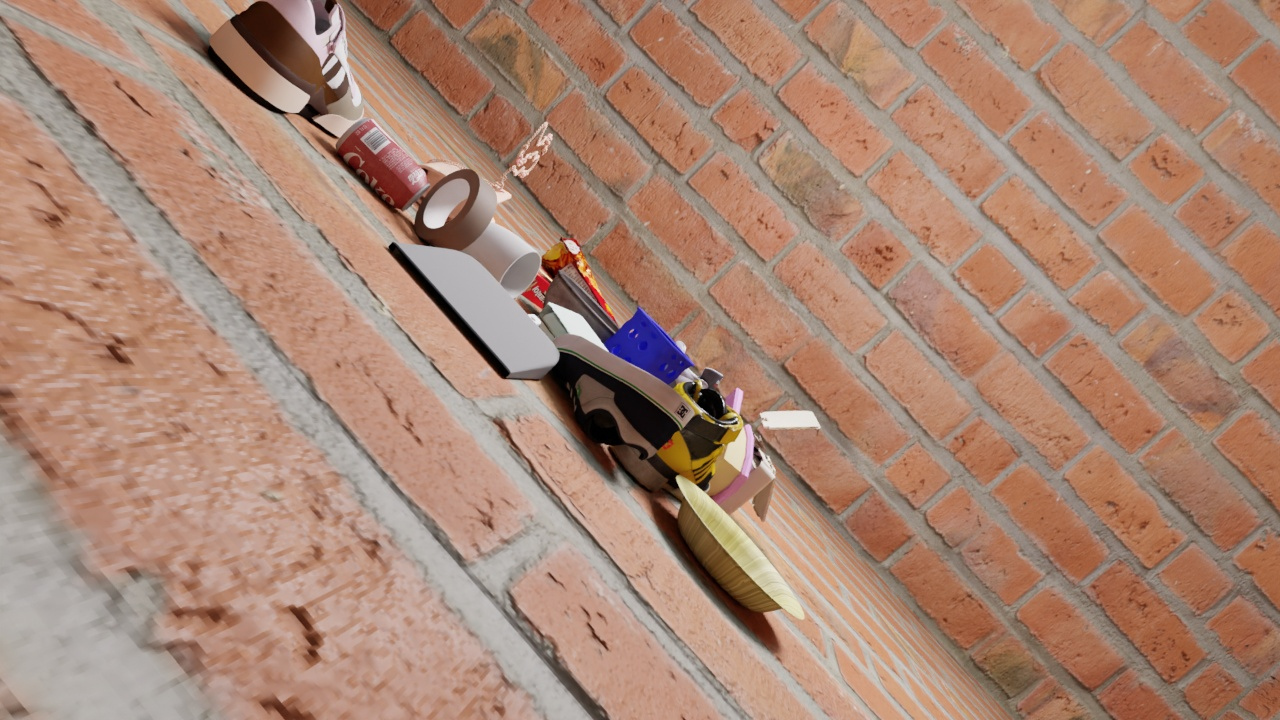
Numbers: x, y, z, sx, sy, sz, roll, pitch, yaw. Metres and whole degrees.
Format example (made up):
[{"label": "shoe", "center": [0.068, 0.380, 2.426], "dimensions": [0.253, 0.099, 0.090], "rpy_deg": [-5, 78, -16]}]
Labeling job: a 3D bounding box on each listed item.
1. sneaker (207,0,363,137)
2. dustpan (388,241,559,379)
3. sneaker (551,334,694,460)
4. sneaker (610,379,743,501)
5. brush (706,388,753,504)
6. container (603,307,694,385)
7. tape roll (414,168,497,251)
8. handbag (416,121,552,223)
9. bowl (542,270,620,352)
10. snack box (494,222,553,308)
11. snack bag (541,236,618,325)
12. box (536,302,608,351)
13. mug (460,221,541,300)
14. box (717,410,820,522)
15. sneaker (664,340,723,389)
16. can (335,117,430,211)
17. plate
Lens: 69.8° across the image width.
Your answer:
[{"label": "sneaker", "center": [-0.343, -0.325, 0.971], "dimensions": [0.111, 0.116, 0.293], "rpy_deg": [46, 5, -3]}, {"label": "dustpan", "center": [-0.147, -0.047, 0.946], "dimensions": [0.163, 0.033, 0.257], "rpy_deg": [47, 14, 8]}, {"label": "sneaker", "center": [-0.046, 0.038, 0.950], "dimensions": [0.084, 0.079, 0.235], "rpy_deg": [47, -13, -35]}, {"label": "sneaker", "center": [0.059, 0.091, 1.036], "dimensions": [0.086, 0.122, 0.238], "rpy_deg": [50, 7, 20]}, {"label": "brush", "center": [0.111, 0.101, 1.241], "dimensions": [0.043, 0.089, 0.228], "rpy_deg": [39, 31, -15]}, {"label": "container", "center": [-0.007, 0.007, 1.193], "dimensions": [0.085, 0.113, 0.084], "rpy_deg": [50, 6, 35]}, {"label": "tape roll", "center": [-0.203, -0.164, 1.007], "dimensions": [0.030, 0.094, 0.093], "rpy_deg": [42, 7, -45]}, {"label": "handbag", "center": [-0.215, -0.275, 1.239], "dimensions": [0.116, 0.187, 0.198], "rpy_deg": [35, 12, -6]}, {"label": "bowl", "center": [-0.084, -0.050, 1.265], "dimensions": [0.145, 0.067, 0.145], "rpy_deg": [46, 5, -5]}, {"label": "snack box", "center": [-0.176, -0.137, 1.372], "dimensions": [0.132, 0.036, 0.152], "rpy_deg": [49, 5, 25]}, {"label": "snack bag", "center": [-0.086, -0.084, 1.448], "dimensions": [0.208, 0.066, 0.139], "rpy_deg": [61, -18, 15]}, {"label": "box", "center": [-0.061, 0.007, 1.097], "dimensions": [0.199, 0.072, 0.086], "rpy_deg": [52, -12, 37]}, {"label": "mug", "center": [-0.176, -0.116, 1.105], "dimensions": [0.089, 0.071, 0.107], "rpy_deg": [39, -25, 18]}, {"label": "box", "center": [0.175, 0.140, 1.274], "dimensions": [0.081, 0.182, 0.143], "rpy_deg": [46, 12, -16]}, {"label": "sneaker", "center": [0.086, 0.068, 1.439], "dimensions": [0.240, 0.124, 0.089], "rpy_deg": [47, 5, 6]}, {"label": "can", "center": [-0.277, -0.211, 0.991], "dimensions": [0.096, 0.054, 0.054], "rpy_deg": [46, 5, -11]}, {"label": "plate", "center": [0.086, 0.196, 0.916], "dimensions": [0.184, 0.036, 0.184], "rpy_deg": [46, 5, -5]}]
